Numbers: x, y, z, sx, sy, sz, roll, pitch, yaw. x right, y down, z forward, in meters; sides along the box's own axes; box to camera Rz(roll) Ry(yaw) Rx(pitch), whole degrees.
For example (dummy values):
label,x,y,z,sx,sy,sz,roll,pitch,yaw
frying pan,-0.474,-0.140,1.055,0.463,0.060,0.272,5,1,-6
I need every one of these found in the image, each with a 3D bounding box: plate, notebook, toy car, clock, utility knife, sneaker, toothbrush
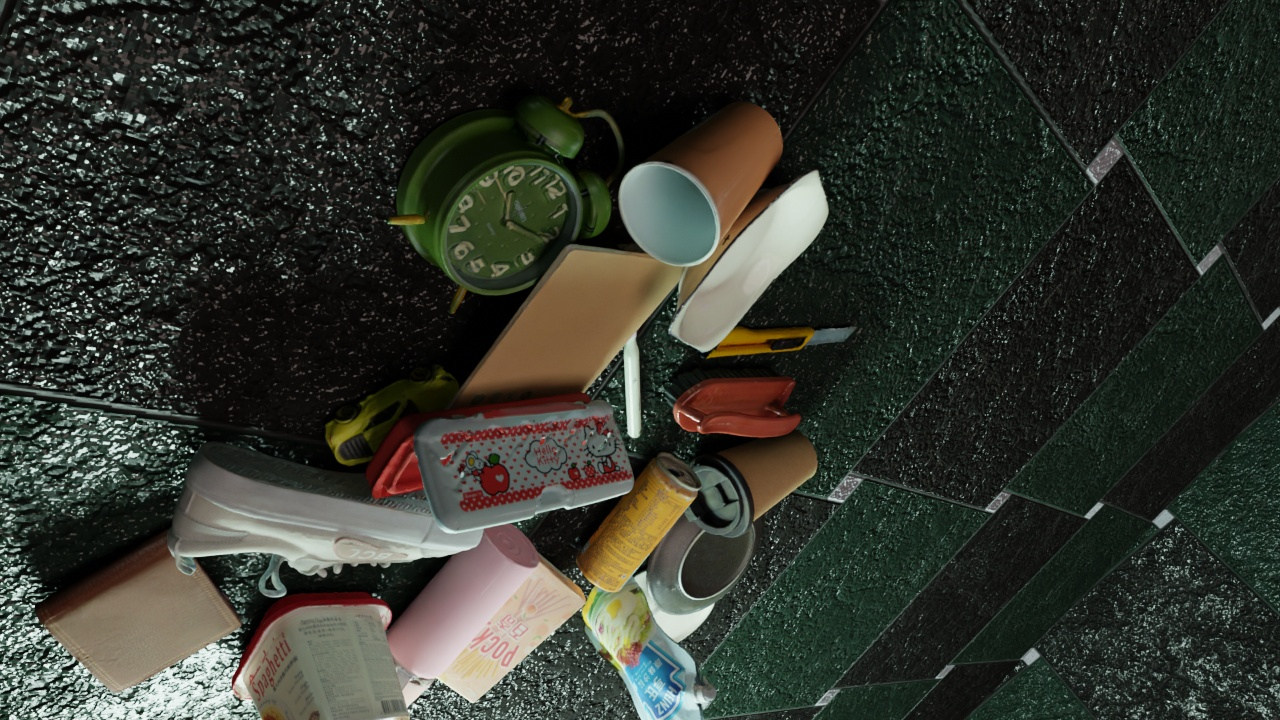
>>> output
label,x,y,z,sx,sy,sz,roll,pitch,yaw
plate,0.037,0.305,1.120,0.163,0.034,0.165,-9,132,-35
plate,0.081,-0.082,0.727,0.164,0.034,0.164,-48,163,6
plate,0.083,0.220,1.051,0.179,0.024,0.180,-20,125,-31
notebook,-0.063,-0.007,0.704,0.147,0.008,0.208,-2,139,-53
toy car,-0.181,0.043,0.684,0.105,0.032,0.048,-30,140,-16
clock,-0.080,-0.108,0.601,0.161,0.056,0.116,-35,143,-7
utility knife,0.140,-0.021,0.903,0.222,0.015,0.033,-5,132,-37
sneaker,-0.224,0.131,0.682,0.242,0.089,0.091,21,97,-44
toothbrush,-0.005,0.005,0.805,0.020,0.029,0.190,8,136,7

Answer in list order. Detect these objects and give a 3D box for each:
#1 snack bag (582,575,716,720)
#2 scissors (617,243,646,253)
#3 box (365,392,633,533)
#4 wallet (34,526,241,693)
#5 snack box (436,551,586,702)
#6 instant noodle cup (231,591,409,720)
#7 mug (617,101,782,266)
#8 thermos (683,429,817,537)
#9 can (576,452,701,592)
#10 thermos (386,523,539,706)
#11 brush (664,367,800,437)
label,x,y,z,sx,sy,sz,roll,pitch,yaw
snack bag,0.006,0.318,0.978,0.038,0.191,0.110,10,120,-46
scissors,0.056,-0.091,0.767,0.159,0.014,0.181,-28,140,-16
box,-0.092,0.083,0.693,0.201,0.100,0.096,-5,141,-50
wallet,-0.362,0.183,0.672,0.101,0.032,0.125,-28,141,-21
snack box,-0.139,0.265,0.918,0.157,0.026,0.084,-42,120,0
instant noodle cup,-0.260,0.273,0.765,0.116,0.124,0.116,13,117,-46
mug,0.048,-0.131,0.647,0.122,0.078,0.078,-49,152,-39
thermos,0.118,0.125,0.976,0.143,0.093,0.093,-22,139,-36
can,-0.003,0.165,0.930,0.058,0.058,0.146,20,113,-48
thermos,-0.180,0.238,0.835,0.067,0.087,0.199,41,99,-8
brush,0.090,0.044,0.882,0.145,0.069,0.063,2,124,-41
